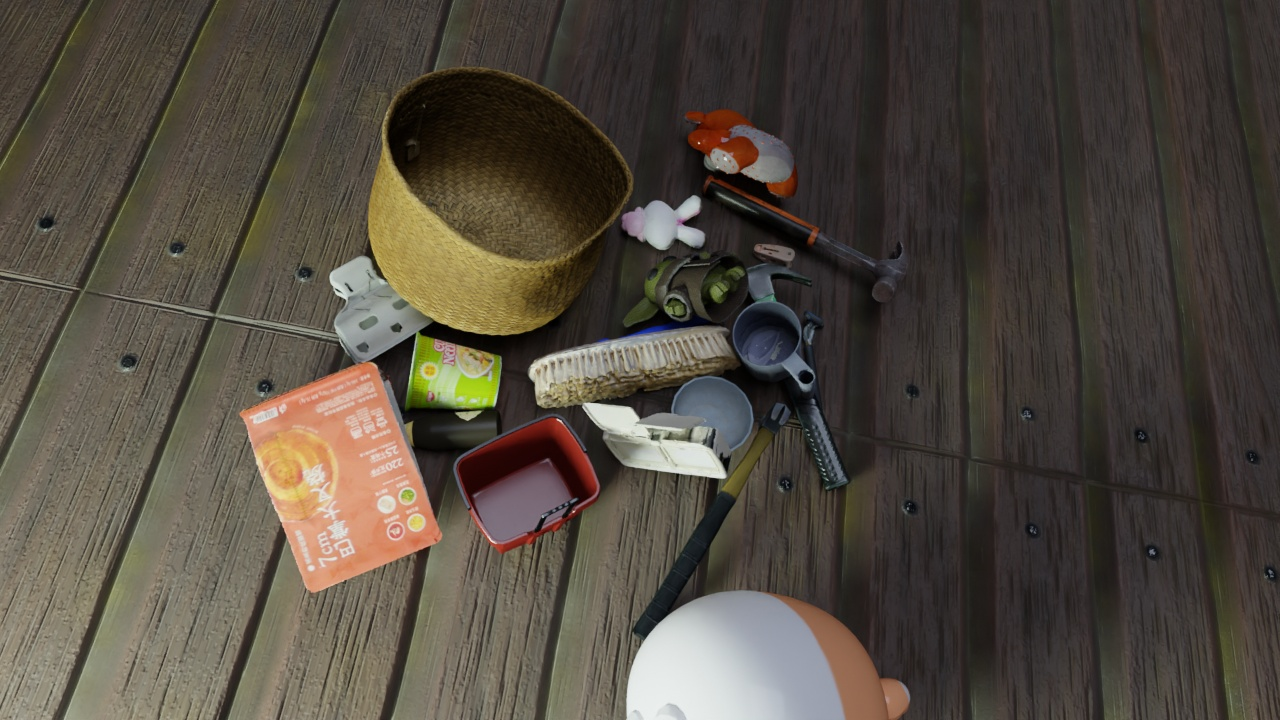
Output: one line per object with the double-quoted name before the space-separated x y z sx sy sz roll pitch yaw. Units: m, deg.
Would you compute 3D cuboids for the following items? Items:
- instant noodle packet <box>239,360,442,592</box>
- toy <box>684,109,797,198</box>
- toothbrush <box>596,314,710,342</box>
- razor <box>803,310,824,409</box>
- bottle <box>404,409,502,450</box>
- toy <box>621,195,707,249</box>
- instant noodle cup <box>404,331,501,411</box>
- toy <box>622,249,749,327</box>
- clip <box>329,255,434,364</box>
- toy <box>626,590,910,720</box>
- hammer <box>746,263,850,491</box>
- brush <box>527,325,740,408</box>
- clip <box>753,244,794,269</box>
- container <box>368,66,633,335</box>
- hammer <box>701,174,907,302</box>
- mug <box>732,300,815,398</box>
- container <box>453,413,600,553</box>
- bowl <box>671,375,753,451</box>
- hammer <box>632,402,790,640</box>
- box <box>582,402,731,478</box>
"instant noodle packet" -0.339 0.134 1.056 0.164 0.084 0.220 -22 78 -7
"toy" 0.139 -0.301 1.319 0.163 0.093 0.172 12 27 -37
"toothbrush" 0.021 -0.038 1.238 0.182 0.018 0.016 -16 69 -18
"razor" 0.234 0.004 1.248 0.042 0.022 0.144 23 60 -44
"bottle" -0.264 0.089 1.119 0.184 0.045 0.045 -4 66 -2
"toy" 0.034 -0.193 1.297 0.122 0.038 0.079 -1 78 -10
"instant noodle cup" -0.230 0.020 1.132 0.108 0.099 0.098 8 64 -13
"toy" 0.070 -0.100 1.204 0.178 0.153 0.078 -42 121 -30
"clip" -0.337 -0.061 1.180 0.125 0.096 0.152 -33 54 -22
"toy" 0.126 0.369 0.936 0.280 0.264 0.265 1 67 -28
"hammer" 0.205 0.018 1.217 0.130 0.032 0.318 -20 73 6
"brush" -0.007 0.007 1.173 0.271 0.083 0.056 -10 67 -14
"clip" 0.191 -0.151 1.300 0.061 0.041 0.024 23 63 -4
"container" -0.188 -0.189 1.144 0.306 0.197 0.306 14 51 -18
"hammer" 0.235 -0.191 1.316 0.314 0.035 0.137 29 39 12
"mug" 0.176 -0.007 1.158 0.084 0.104 0.124 -41 73 -1
"container" -0.125 0.138 1.030 0.148 0.201 0.127 -25 72 -18
"bowl" 0.089 0.076 1.180 0.106 0.039 0.106 3 65 -7
"hammer" 0.090 0.187 1.101 0.025 0.118 0.332 33 70 6
"box" 0.018 0.091 1.068 0.144 0.184 0.050 4 64 22
